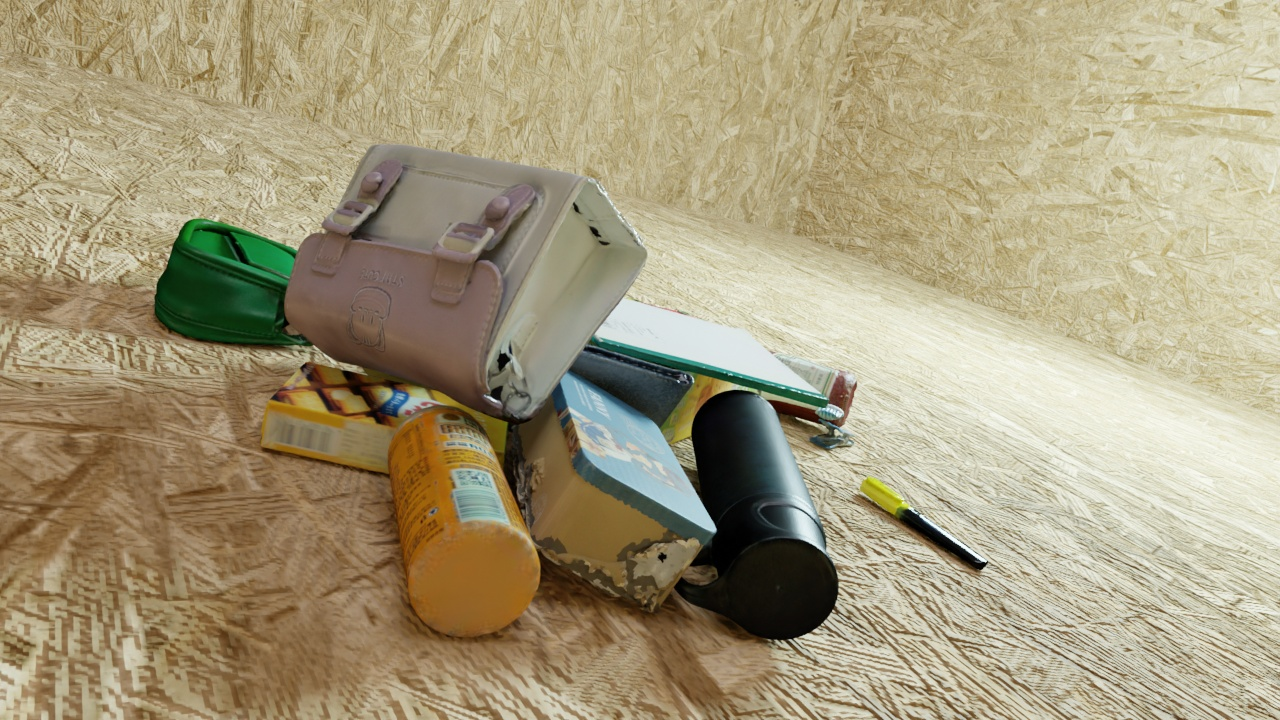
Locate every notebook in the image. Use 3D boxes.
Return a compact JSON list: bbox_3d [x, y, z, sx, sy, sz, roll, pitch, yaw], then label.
[{"bbox_3d":[0.033,-0.017,0.736,0.209,0.012,0.150,14,16,-28],"label":"notebook"}]

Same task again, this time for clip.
[{"bbox_3d":[0.185,0.071,0.866,0.027,0.045,0.058,26,12,38],"label":"clip"}]

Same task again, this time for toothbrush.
[{"bbox_3d":[0.090,0.022,0.887,0.221,0.027,0.026,17,25,26],"label":"toothbrush"}]

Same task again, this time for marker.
[{"bbox_3d":[0.215,0.123,0.702,0.018,0.015,0.124,2,21,-34],"label":"marker"}]

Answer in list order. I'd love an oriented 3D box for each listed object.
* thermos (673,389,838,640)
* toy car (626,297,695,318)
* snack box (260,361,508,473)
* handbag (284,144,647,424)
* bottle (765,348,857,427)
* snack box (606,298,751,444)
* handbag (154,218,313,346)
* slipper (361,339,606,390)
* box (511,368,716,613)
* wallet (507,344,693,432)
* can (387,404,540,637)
[{"bbox_3d":[0.060,0.085,0.581,0.090,0.068,0.242,-4,14,2],"label":"thermos"},{"bbox_3d":[0.012,-0.038,1.029,0.106,0.049,0.031,14,13,-12],"label":"toy car"},{"bbox_3d":[-0.153,0.041,0.574,0.140,0.034,0.087,16,13,-9],"label":"snack box"},{"bbox_3d":[-0.118,-0.053,0.567,0.197,0.144,0.098,16,-16,38],"label":"handbag"},{"bbox_3d":[0.111,0.014,0.924,0.206,0.060,0.059,16,13,19],"label":"bottle"},{"bbox_3d":[-0.005,0.005,0.800,0.158,0.070,0.209,23,15,24],"label":"snack box"},{"bbox_3d":[-0.312,-0.057,0.724,0.120,0.068,0.131,18,11,-25],"label":"handbag"},{"bbox_3d":[-0.115,-0.019,0.666,0.190,0.082,0.091,11,53,7],"label":"slipper"},{"bbox_3d":[-0.023,0.064,0.532,0.089,0.060,0.184,32,11,-21],"label":"box"},{"bbox_3d":[-0.038,0.026,0.626,0.120,0.097,0.019,16,45,-16],"label":"wallet"},{"bbox_3d":[-0.093,0.074,0.460,0.058,0.058,0.146,10,15,-22],"label":"can"}]
